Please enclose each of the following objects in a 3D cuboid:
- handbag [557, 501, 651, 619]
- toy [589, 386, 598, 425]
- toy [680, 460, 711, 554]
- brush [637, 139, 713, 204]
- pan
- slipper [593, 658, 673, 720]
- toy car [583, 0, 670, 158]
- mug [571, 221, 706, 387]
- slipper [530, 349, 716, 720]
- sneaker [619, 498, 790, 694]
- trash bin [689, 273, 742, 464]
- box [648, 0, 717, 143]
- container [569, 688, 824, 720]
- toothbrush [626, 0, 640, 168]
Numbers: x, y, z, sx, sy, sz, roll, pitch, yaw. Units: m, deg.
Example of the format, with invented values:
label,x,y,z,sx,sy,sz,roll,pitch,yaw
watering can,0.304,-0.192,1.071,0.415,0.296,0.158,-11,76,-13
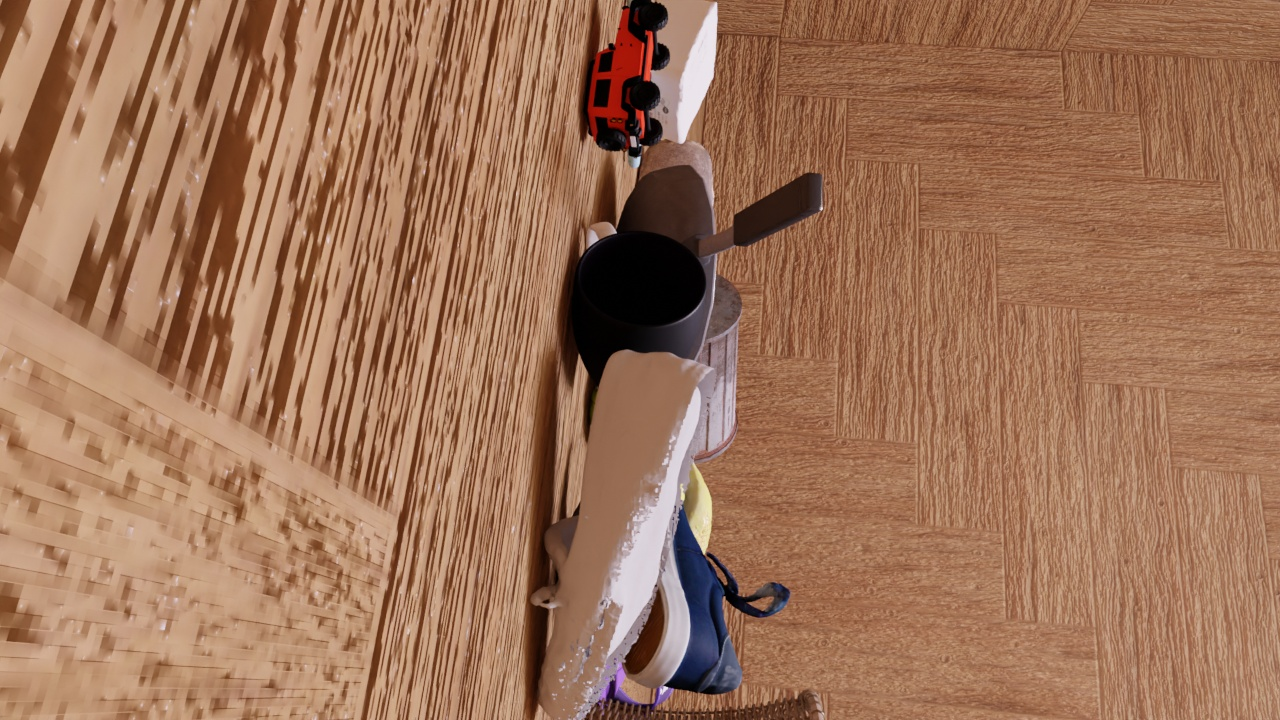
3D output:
label,x,y,z,sx,sy,sz,roll,pitch,yaw
handbag,-0.019,0.124,0.692,0.166,0.063,0.138,68,26,-69
toy,-0.023,0.038,0.745,0.093,0.036,0.094,-90,-170,-80
toy,0.021,0.185,1.021,0.171,0.064,0.154,-11,-113,60
brush,0.030,-0.118,0.954,0.057,0.083,0.270,90,5,-60
pan,0.036,-0.077,0.657,0.358,0.041,0.178,165,-74,-72
slipper,-0.005,0.299,0.920,0.266,0.084,0.107,66,29,-81
toy car,-0.008,-0.184,0.599,0.051,0.049,0.100,78,17,-72
mug,-0.010,-0.034,0.618,0.100,0.084,0.118,98,-29,-52
slipper,-0.020,0.111,0.563,0.112,0.075,0.247,-6,114,-55
sneaker,0.045,0.198,0.871,0.121,0.127,0.294,-57,-160,20
trash bin,0.049,0.014,1.047,0.130,0.131,0.211,-81,172,-45
box,0.034,-0.306,0.864,0.111,0.083,0.190,89,6,-67
container,0.029,0.360,0.694,0.227,0.196,0.227,7,88,-86
toothbrush,-0.006,-0.239,0.795,0.022,0.016,0.155,45,-34,42
